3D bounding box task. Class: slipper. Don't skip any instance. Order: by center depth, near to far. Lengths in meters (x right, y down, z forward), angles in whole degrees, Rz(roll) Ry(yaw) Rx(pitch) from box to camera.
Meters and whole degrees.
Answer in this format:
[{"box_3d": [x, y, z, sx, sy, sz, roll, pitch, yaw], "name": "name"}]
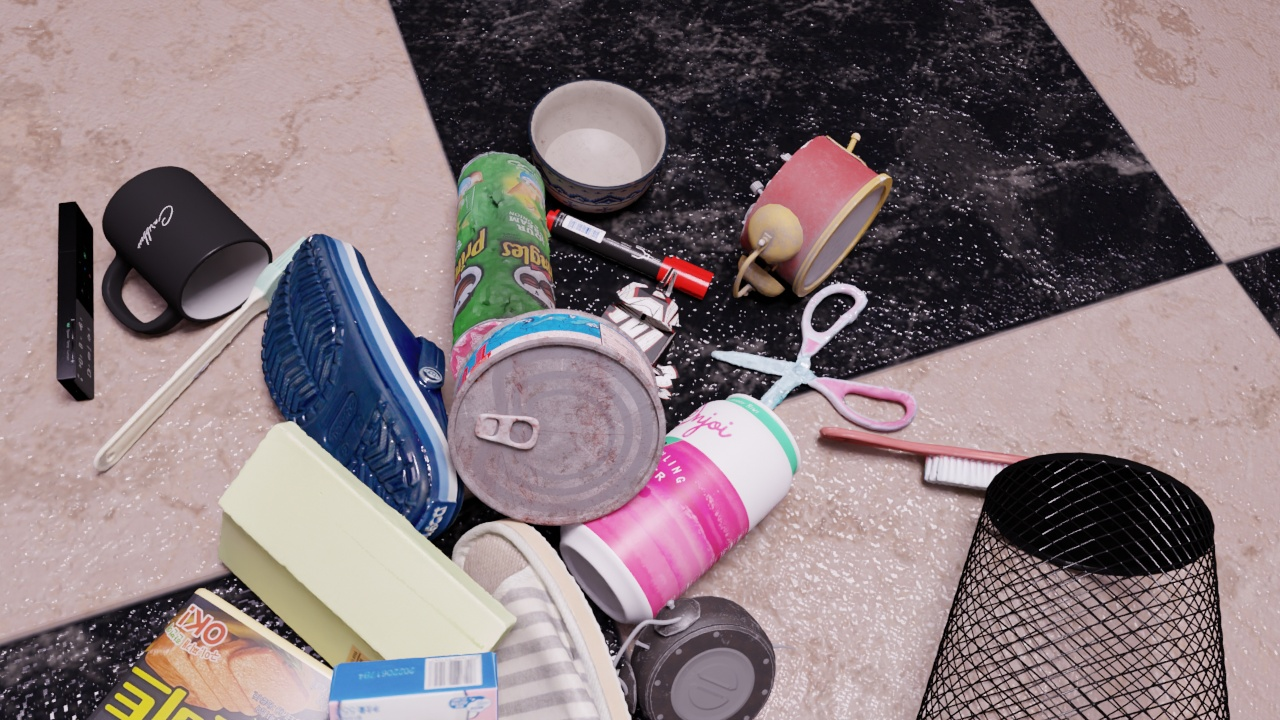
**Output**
[{"box_3d": [-0.053, 0.225, 0.548, 0.054, 0.115, 0.272, -5, 62, -51], "name": "slipper"}, {"box_3d": [-0.184, 0.022, 0.638, 0.095, 0.105, 0.252, 8, 39, -49], "name": "slipper"}]

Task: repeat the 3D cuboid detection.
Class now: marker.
[{"box_3d": [-0.011, -0.090, 0.759, 0.145, 0.023, 0.021, 24, 21, 3], "name": "marker"}]

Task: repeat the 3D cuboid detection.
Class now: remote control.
[{"box_3d": [-0.407, -0.045, 0.662, 0.013, 0.034, 0.150, -9, 65, -14], "name": "remote control"}]

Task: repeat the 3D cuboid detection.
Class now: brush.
[{"box_3d": [-0.310, -0.007, 0.663, 0.012, 0.033, 0.217, 31, 64, 8], "name": "brush"}, {"box_3d": [0.221, 0.078, 0.707, 0.172, 0.041, 0.030, 10, 79, -4], "name": "brush"}]

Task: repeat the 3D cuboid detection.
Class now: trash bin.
[{"box_3d": [0.281, 0.185, 0.589, 0.184, 0.184, 0.209, 24, 56, 3], "name": "trash bin"}]

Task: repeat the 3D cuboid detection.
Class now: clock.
[{"box_3d": [0.034, 0.192, 0.581, 0.122, 0.044, 0.091, 31, 96, -23], "name": "clock"}, {"box_3d": [-0.004, 0.004, 0.656, 0.065, 0.115, 0.154, 29, 79, 6], "name": "clock"}, {"box_3d": [0.124, -0.113, 0.744, 0.081, 0.117, 0.158, 41, 70, 15], "name": "clock"}]

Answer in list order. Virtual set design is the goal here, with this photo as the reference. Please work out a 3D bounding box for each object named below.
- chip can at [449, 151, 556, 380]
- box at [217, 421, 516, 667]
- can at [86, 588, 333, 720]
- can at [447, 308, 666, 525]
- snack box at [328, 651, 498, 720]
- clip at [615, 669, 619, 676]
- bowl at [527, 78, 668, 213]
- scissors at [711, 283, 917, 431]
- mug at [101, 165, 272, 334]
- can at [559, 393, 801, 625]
[{"box_3d": [-0.098, -0.069, 0.664, 0.075, 0.076, 0.222, 0, 41, -10], "name": "chip can"}, {"box_3d": [-0.178, 0.141, 0.553, 0.188, 0.141, 0.048, 40, 31, 8], "name": "box"}, {"box_3d": [-0.240, 0.213, 0.539, 0.131, 0.073, 0.100, 30, 60, 6], "name": "can"}, {"box_3d": [-0.051, 0.036, 0.566, 0.130, 0.130, 0.044, 4, 26, -8], "name": "can"}, {"box_3d": [-0.123, 0.236, 0.512, 0.088, 0.154, 0.033, -2, 22, -10], "name": "snack box"}, {"box_3d": [0.024, 0.194, 0.617, 0.101, 0.041, 0.054, 1, 76, -10], "name": "clip"}, {"box_3d": [-0.038, -0.174, 0.776, 0.115, 0.059, 0.115, 4, 63, -8], "name": "bowl"}, {"box_3d": [0.143, -0.004, 0.749, 0.170, 0.014, 0.167, 11, 63, 0], "name": "scissors"}, {"box_3d": [-0.342, -0.072, 0.671, 0.088, 0.078, 0.113, 41, 90, 12], "name": "mug"}, {"box_3d": [0.029, 0.100, 0.632, 0.165, 0.088, 0.088, -37, 75, -24], "name": "can"}]
